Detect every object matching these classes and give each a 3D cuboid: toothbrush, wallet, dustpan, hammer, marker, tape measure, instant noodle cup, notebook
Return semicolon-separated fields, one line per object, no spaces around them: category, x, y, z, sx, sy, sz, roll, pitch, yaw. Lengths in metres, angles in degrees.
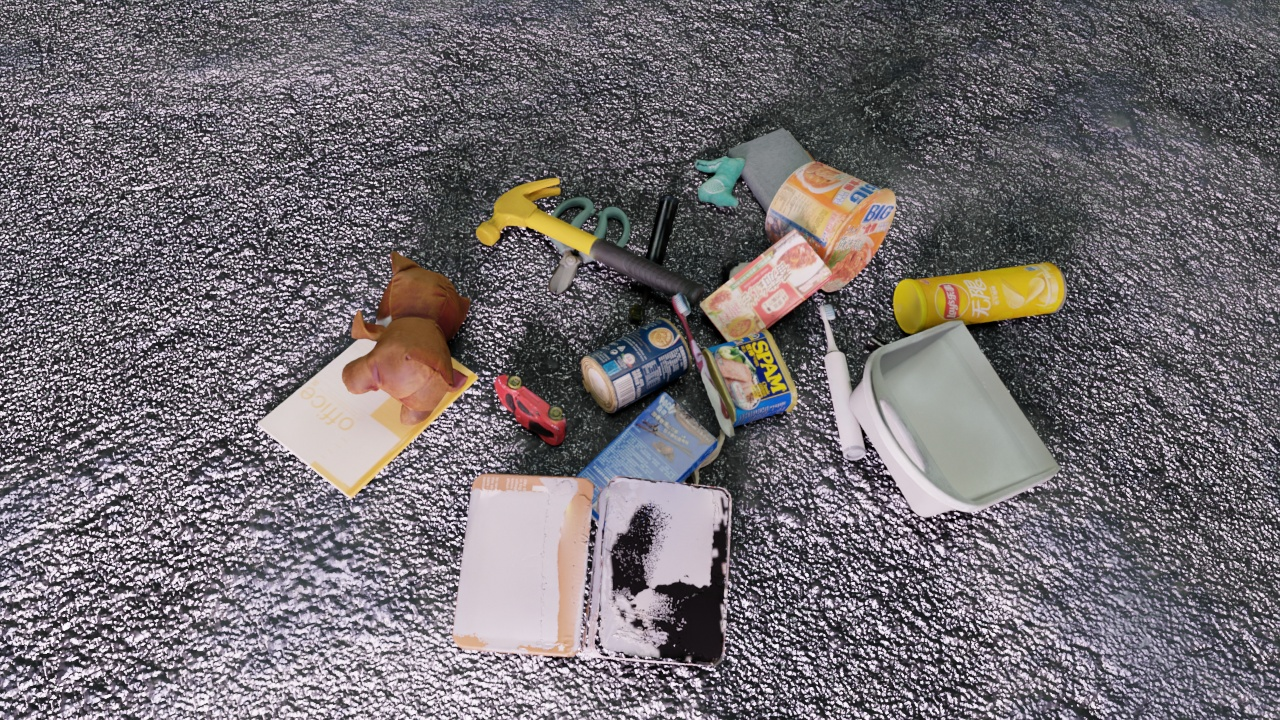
toothbrush;0.075;0.003;1.065;0.016;0.017;0.187;1;61;-45
wallet;0.201;-0.269;1.315;0.106;0.037;0.129;-24;61;-9
dustpan;0.354;0.063;1.032;0.257;0.143;0.222;-24;73;-17
hammer;-0.056;-0.145;1.178;0.301;0.033;0.128;27;61;14
marker;0.344;0.011;1.155;0.132;0.020;0.022;36;30;18
toothbrush;0.244;0.020;1.132;0.026;0.027;0.220;-7;56;5
toothbrush;0.017;-0.135;1.208;0.027;0.026;0.212;18;56;-5
tape measure;0.142;-0.095;1.192;0.066;0.034;0.065;-4;59;-10
instant noodle cup;0.243;-0.182;1.202;0.151;0.152;0.111;-35;59;-26
notebook;-0.310;0.046;1.055;0.146;0.010;0.205;34;58;15

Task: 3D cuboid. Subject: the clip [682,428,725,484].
clip;0.073;0.110;1.046;0.096;0.035;0.101;-9;62;-11

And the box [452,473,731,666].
box;-0.050;0.206;0.914;0.261;0.103;0.178;8;71;-8

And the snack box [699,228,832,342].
snack box;0.156;-0.086;1.138;0.153;0.025;0.075;-38;78;9

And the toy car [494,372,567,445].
toy car;-0.128;0.056;1.048;0.106;0.049;0.031;38;58;16

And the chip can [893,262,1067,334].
chip can;0.443;-0.082;1.198;0.213;0.072;0.072;-7;57;-12

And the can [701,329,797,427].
can;0.127;0.023;1.091;0.083;0.057;0.102;-17;70;-15

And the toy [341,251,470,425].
toy;-0.259;-0.027;1.044;0.131;0.140;0.199;-20;48;29

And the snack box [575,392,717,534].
snack box;0.002;0.118;1.013;0.157;0.026;0.084;-43;70;-12

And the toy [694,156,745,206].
toy;0.111;-0.257;1.296;0.096;0.030;0.091;17;63;29

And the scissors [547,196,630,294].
scissors;-0.062;-0.144;1.211;0.129;0.019;0.184;4;57;-4

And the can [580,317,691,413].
can;-0.006;0.006;1.080;0.111;0.075;0.075;-28;64;-23
